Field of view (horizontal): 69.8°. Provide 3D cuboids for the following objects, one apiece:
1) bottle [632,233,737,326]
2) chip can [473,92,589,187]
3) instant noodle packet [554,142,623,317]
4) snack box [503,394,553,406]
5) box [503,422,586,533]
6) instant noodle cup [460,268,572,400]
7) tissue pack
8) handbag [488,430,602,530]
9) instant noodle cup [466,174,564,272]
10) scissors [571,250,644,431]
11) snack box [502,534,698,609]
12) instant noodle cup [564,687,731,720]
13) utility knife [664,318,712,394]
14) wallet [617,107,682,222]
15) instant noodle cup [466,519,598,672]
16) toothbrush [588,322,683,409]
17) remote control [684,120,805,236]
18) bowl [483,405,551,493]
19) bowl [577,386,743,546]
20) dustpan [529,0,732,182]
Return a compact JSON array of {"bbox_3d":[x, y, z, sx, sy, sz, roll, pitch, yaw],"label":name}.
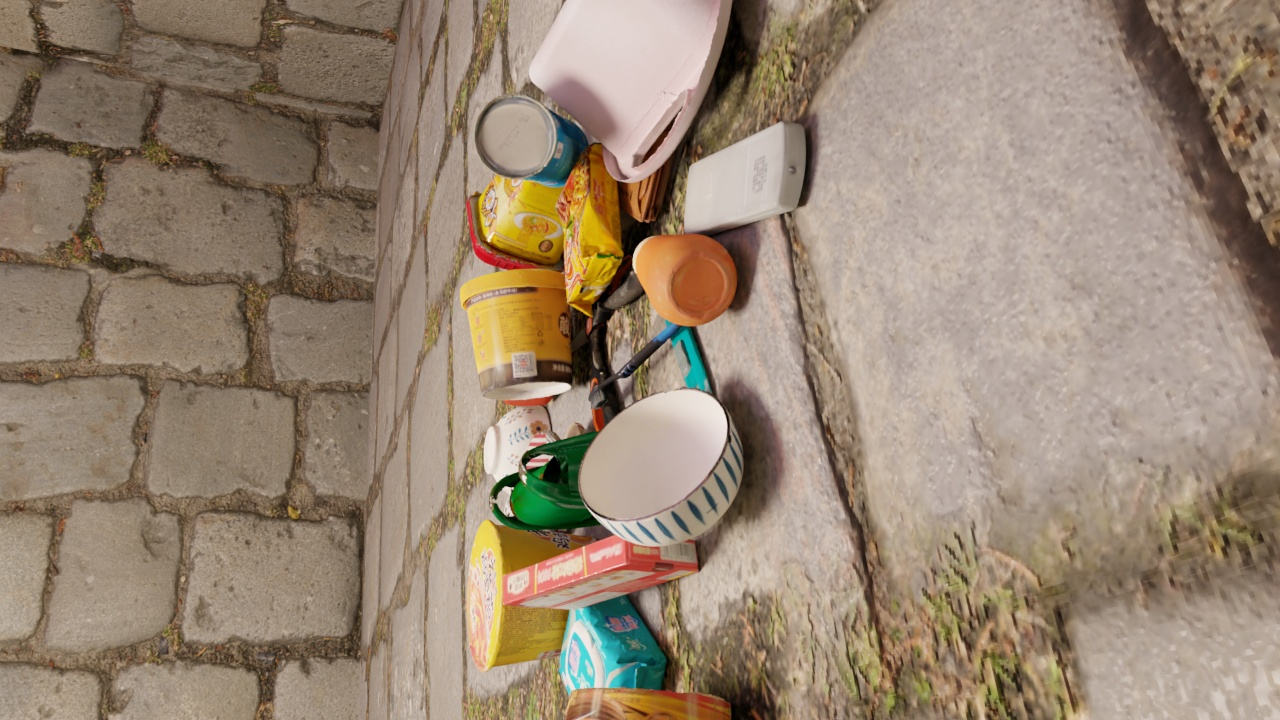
[{"bbox_3d":[0.025,-0.070,0.707,0.149,0.066,0.067,-132,50,-71],"label":"bottle"},{"bbox_3d":[-0.095,-0.199,0.847,0.210,0.071,0.071,-64,-16,-80],"label":"chip can"},{"bbox_3d":[-0.048,-0.118,0.852,0.111,0.044,0.128,121,146,-60],"label":"instant noodle packet"},{"bbox_3d":[-0.131,0.005,1.037,0.080,0.082,0.091,103,165,-70],"label":"snack box"},{"bbox_3d":[-0.083,0.133,0.952,0.075,0.082,0.164,40,128,23],"label":"box"},{"bbox_3d":[-0.122,-0.023,0.946,0.119,0.118,0.114,149,117,-63],"label":"instant noodle cup"},{"bbox_3d":[-0.026,0.259,0.765,0.133,0.050,0.093,-141,60,-64],"label":"tissue pack"},{"bbox_3d":[-0.062,0.105,0.798,0.132,0.120,0.068,143,123,-59],"label":"handbag"},{"bbox_3d":[-0.121,-0.174,1.030,0.124,0.116,0.116,-53,35,32],"label":"instant noodle cup"},{"bbox_3d":[-0.042,-0.031,0.906,0.222,0.021,0.233,123,144,-48],"label":"scissors"},{"bbox_3d":[-0.034,0.166,0.713,0.153,0.075,0.025,-29,57,40],"label":"snack box"},{"bbox_3d":[0.003,0.275,0.599,0.138,0.137,0.108,135,144,-58],"label":"instant noodle cup"},{"bbox_3d":[0.031,-0.018,0.735,0.029,0.013,0.166,-60,33,37],"label":"utility knife"},{"bbox_3d":[0.005,-0.195,0.820,0.108,0.031,0.132,-131,49,-63],"label":"wallet"},{"bbox_3d":[-0.097,0.221,0.869,0.138,0.109,0.138,-175,90,-67],"label":"instant noodle cup"},{"bbox_3d":[-0.005,0.005,0.778,0.190,0.014,0.016,-41,53,55],"label":"toothbrush"},{"bbox_3d":[0.071,-0.125,0.652,0.150,0.021,0.058,-179,94,-68],"label":"remote control"},{"bbox_3d":[-0.150,0.107,1.089,0.113,0.062,0.113,-174,90,-68],"label":"bowl"},{"bbox_3d":[0.022,0.083,0.641,0.066,0.116,0.116,56,-178,-34],"label":"bowl"},{"bbox_3d":[0.019,-0.285,0.776,0.272,0.139,0.223,-58,10,-34],"label":"dustpan"}]
